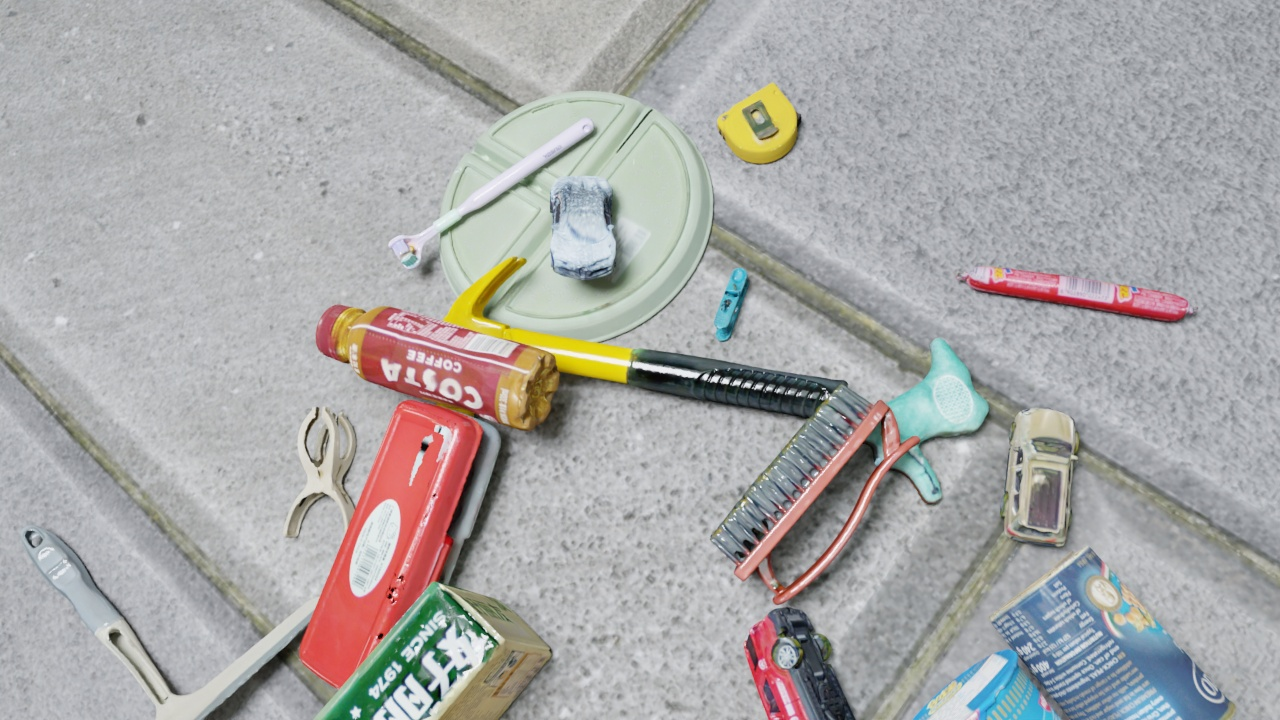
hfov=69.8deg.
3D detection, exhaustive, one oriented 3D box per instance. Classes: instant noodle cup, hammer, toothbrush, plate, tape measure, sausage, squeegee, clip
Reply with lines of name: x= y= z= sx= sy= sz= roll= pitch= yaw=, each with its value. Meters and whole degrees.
instant noodle cup: x=0.213 y=0.238 z=0.513 sx=0.099 sy=0.099 sz=0.110 roll=-40 pitch=75 yaw=-5
hammer: x=-0.004 y=0.004 z=0.662 sx=0.301 sy=0.032 sz=0.129 roll=10 pitch=95 yaw=11
toothbrush: x=-0.115 y=-0.136 z=0.727 sx=0.189 sy=0.029 sz=0.021 roll=-36 pitch=30 yaw=-3
plate: x=-0.057 y=-0.121 z=0.734 sx=0.230 sy=0.027 sz=0.229 roll=-4 pitch=70 yaw=11
tape measure: x=0.095 y=-0.186 z=0.724 sx=0.060 sy=0.029 sz=0.057 roll=-31 pitch=68 yaw=0
sausage: x=0.299 y=-0.048 z=0.635 sx=0.156 sy=0.020 sz=0.020 roll=11 pitch=73 yaw=16
squeegee: x=-0.394 y=0.202 z=0.682 sx=0.247 sy=0.039 sz=0.245 roll=33 pitch=62 yaw=26
clip: x=-0.235 y=0.085 z=0.694 sx=0.064 sy=0.034 sz=0.098 roll=-5 pitch=74 yaw=10
clip: x=0.068 y=-0.042 z=0.682 sx=0.014 sy=0.041 sz=0.056 roll=17 pitch=68 yaw=16

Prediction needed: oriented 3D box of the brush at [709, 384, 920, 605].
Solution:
brush: x=0.114 y=0.085 z=0.594 sx=0.069 sy=0.063 sz=0.146 roll=40 pitch=90 yaw=11

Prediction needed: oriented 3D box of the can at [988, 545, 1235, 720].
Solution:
can: x=0.267 y=0.172 z=0.530 sx=0.075 sy=0.075 sz=0.111 roll=-36 pitch=67 yaw=-3

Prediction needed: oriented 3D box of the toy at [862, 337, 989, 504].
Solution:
toy: x=0.191 y=0.045 z=0.620 sx=0.092 sy=0.030 sz=0.096 roll=-29 pitch=74 yaw=6

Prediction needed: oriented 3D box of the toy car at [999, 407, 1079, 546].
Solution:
toy car: x=0.259 y=0.072 z=0.591 sx=0.042 sy=0.035 sz=0.090 roll=9 pitch=70 yaw=14

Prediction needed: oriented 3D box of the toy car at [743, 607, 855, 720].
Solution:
toy car: x=0.104 y=0.213 z=0.564 sx=0.045 sy=0.052 sz=0.120 roll=-40 pitch=57 yaw=26

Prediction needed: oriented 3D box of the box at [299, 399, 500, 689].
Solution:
box: x=-0.167 y=0.130 z=0.650 sx=0.091 sy=0.068 sz=0.201 roll=15 pitch=82 yaw=34

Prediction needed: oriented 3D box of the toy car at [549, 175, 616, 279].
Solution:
toy car: x=-0.043 y=-0.101 z=0.675 sx=0.049 sy=0.031 sz=0.105 roll=-2 pitch=48 yaw=-4

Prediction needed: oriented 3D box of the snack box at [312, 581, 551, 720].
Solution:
snack box: x=-0.166 y=0.253 z=0.572 sx=0.063 sy=0.114 sz=0.240 roll=38 pitch=82 yaw=21

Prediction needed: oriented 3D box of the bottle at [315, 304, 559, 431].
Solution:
bottle: x=-0.146 y=0.000 z=0.646 sx=0.175 sy=0.057 sz=0.057 roll=16 pitch=74 yaw=18
